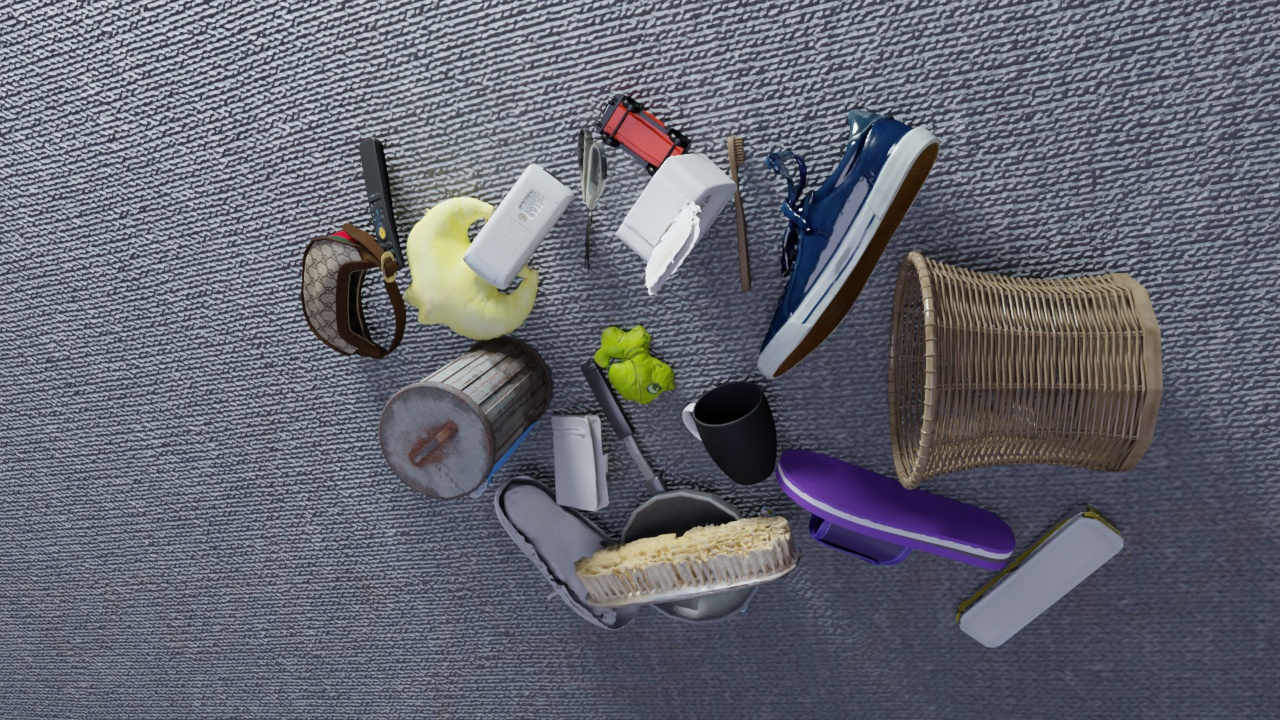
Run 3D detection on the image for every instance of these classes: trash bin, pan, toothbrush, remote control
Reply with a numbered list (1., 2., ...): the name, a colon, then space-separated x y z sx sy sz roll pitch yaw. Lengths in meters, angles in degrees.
1. trash bin: -0.192 0.059 1.031 0.131 0.210 0.131 5 109 14
2. pan: 0.023 0.158 1.117 0.179 0.041 0.357 -25 98 24
3. toothbrush: -0.172 0.118 1.165 0.016 0.014 0.167 38 116 -3
4. toothbrush: 0.108 -0.154 0.976 0.016 0.016 0.167 -1 111 16
5. remote control: -0.135 -0.147 1.011 0.060 0.025 0.138 37 92 -3
6. toothbrush: 0.142 0.249 1.134 0.022 0.016 0.155 31 121 37
7. remote control: -0.294 -0.177 1.050 0.041 0.020 0.152 -4 98 49

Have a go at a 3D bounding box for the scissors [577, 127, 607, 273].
1. scissors: -0.053 -0.163 0.988 0.012 0.132 0.170 -8 98 -20

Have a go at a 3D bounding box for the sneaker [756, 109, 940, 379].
1. sneaker: 0.174 -0.120 0.937 0.127 0.120 0.295 36 116 24

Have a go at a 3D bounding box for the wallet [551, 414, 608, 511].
1. wallet: -0.073 0.121 1.108 0.086 0.032 0.116 6 102 45

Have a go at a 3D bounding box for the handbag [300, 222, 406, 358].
1. handbag: -0.331 -0.079 1.081 0.138 0.063 0.167 29 125 15

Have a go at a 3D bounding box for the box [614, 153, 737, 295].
1. box: 0.028 -0.139 0.909 0.083 0.190 0.111 34 119 -2

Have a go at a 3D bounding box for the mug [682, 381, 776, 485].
1. mug: 0.101 0.086 1.050 0.119 0.084 0.100 8 131 44

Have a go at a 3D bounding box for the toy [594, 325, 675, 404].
1. toy: -0.006 0.006 1.062 0.094 0.036 0.093 1 101 3

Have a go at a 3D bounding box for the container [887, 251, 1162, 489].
1. container: 0.351 0.011 0.872 0.196 0.226 0.227 1 112 7

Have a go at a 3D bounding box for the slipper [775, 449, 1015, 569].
1. slipper: 0.272 0.191 1.030 0.266 0.107 0.084 17 115 3

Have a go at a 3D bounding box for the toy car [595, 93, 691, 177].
1. toy car: 0.004 -0.233 0.952 0.100 0.048 0.051 35 115 -2

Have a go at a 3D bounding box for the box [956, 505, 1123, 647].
1. box: 0.450 0.247 1.044 0.064 0.033 0.210 36 117 -4

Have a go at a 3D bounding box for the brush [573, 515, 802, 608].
1. brush: 0.051 0.235 1.062 0.272 0.083 0.056 -15 103 23

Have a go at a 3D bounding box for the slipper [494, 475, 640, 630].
1. slipper: -0.095 0.246 1.166 0.112 0.074 0.247 -43 99 -5

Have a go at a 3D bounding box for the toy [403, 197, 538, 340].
1. toy: -0.204 -0.099 1.056 0.155 0.064 0.170 -32 96 16
